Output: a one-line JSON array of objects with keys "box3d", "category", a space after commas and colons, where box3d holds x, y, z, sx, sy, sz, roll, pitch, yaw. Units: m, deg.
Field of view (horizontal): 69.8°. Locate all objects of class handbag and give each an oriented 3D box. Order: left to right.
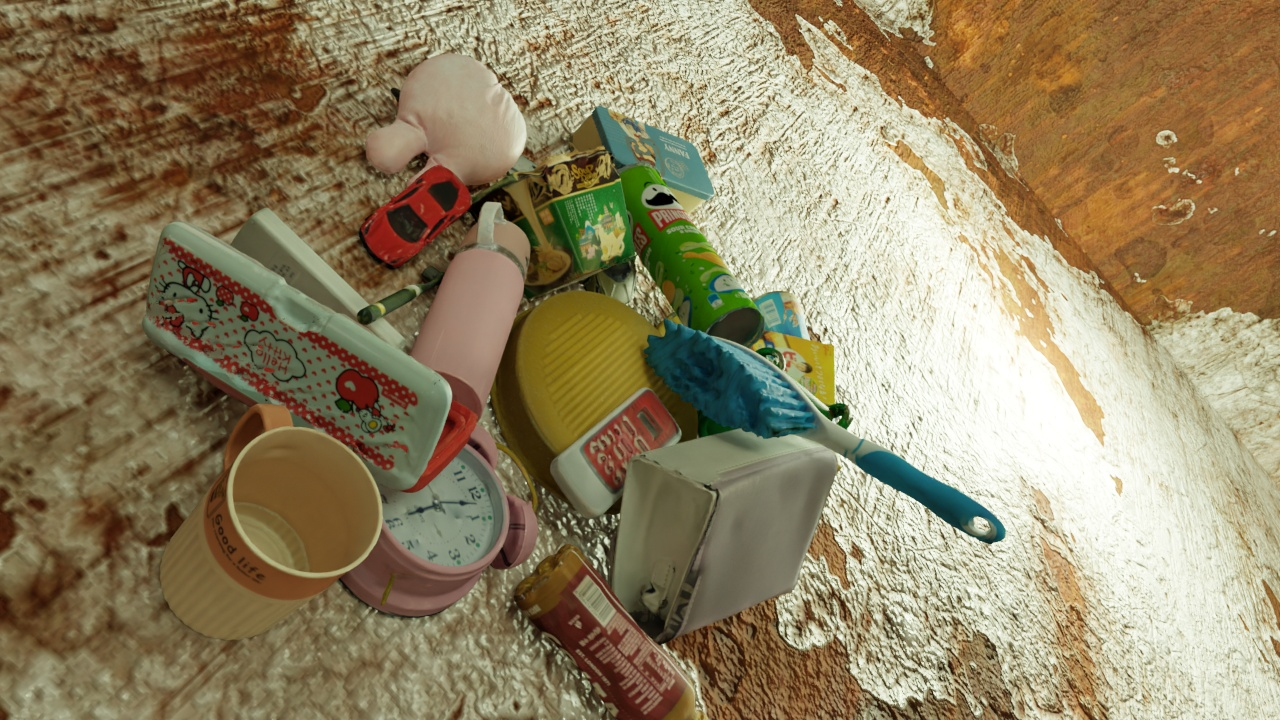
[{"box3d": [0.065, 0.135, 0.746, 0.196, 0.098, 0.145, -5, 108, -51], "category": "handbag"}, {"box3d": [0.125, 0.054, 0.891, 0.131, 0.120, 0.067, 37, 34, -20], "category": "handbag"}]

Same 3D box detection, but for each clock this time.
[{"box3d": [-0.132, 0.099, 0.616, 0.158, 0.060, 0.117, -15, 70, -53], "category": "clock"}]

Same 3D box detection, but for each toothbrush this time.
[{"box3d": [-0.175, -0.051, 0.680, 0.017, 0.012, 0.185, 39, 12, -6], "category": "toothbrush"}]

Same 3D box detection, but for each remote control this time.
[{"box3d": [-0.226, -0.041, 0.638, 0.135, 0.056, 0.019, 45, 35, -9], "category": "remote control"}, {"box3d": [-0.016, 0.071, 0.728, 0.056, 0.020, 0.135, 55, 41, -2], "category": "remote control"}]

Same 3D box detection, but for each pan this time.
[{"box3d": [-0.005, 0.005, 0.856, 0.197, 0.078, 0.356, 53, 42, -3], "category": "pan"}]

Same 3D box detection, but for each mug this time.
[{"box3d": [-0.208, 0.084, 0.505, 0.081, 0.106, 0.114, 6, 55, -46], "category": "mug"}]

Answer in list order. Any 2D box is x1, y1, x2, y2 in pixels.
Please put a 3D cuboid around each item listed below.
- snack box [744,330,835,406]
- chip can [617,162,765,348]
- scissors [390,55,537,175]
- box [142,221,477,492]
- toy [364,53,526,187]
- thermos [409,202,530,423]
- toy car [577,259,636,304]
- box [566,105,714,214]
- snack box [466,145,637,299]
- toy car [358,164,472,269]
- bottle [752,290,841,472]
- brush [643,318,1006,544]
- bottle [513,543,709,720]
[{"box3d": [0.132, 0.009, 0.957, 0.140, 0.034, 0.086, 14, 47, -2], "category": "snack box"}, {"box3d": [0.039, -0.104, 0.925, 0.072, 0.072, 0.236, 10, 38, -43], "category": "chip can"}, {"box3d": [-0.146, -0.213, 0.911, 0.188, 0.015, 0.222, -19, 78, -52], "category": "scissors"}, {"box3d": [-0.194, -0.010, 0.552, 0.201, 0.102, 0.095, 30, 38, 7], "category": "box"}, {"box3d": [-0.174, -0.204, 0.825, 0.121, 0.054, 0.159, 47, 57, -14], "category": "toy"}, {"box3d": [-0.132, -0.043, 0.721, 0.067, 0.087, 0.198, 8, 45, 3], "category": "thermos"}, {"box3d": [-0.044, -0.127, 0.922, 0.070, 0.042, 0.158, -10, 78, -51], "category": "toy car"}, {"box3d": [0.006, -0.220, 1.050, 0.184, 0.062, 0.089, 4, 57, -44], "category": "box"}, {"box3d": [-0.076, -0.120, 0.836, 0.118, 0.118, 0.105, -26, 95, -48], "category": "snack box"}, {"box3d": [-0.184, -0.119, 0.757, 0.049, 0.031, 0.106, 50, 56, -13], "category": "toy car"}, {"box3d": [0.176, 0.025, 1.019, 0.065, 0.065, 0.218, 14, 50, -41], "category": "bottle"}, {"box3d": [0.135, 0.053, 0.734, 0.109, 0.061, 0.314, 8, 21, -44], "category": "brush"}, {"box3d": [-0.014, 0.213, 0.650, 0.175, 0.058, 0.057, 50, 35, -3], "category": "bottle"}]
